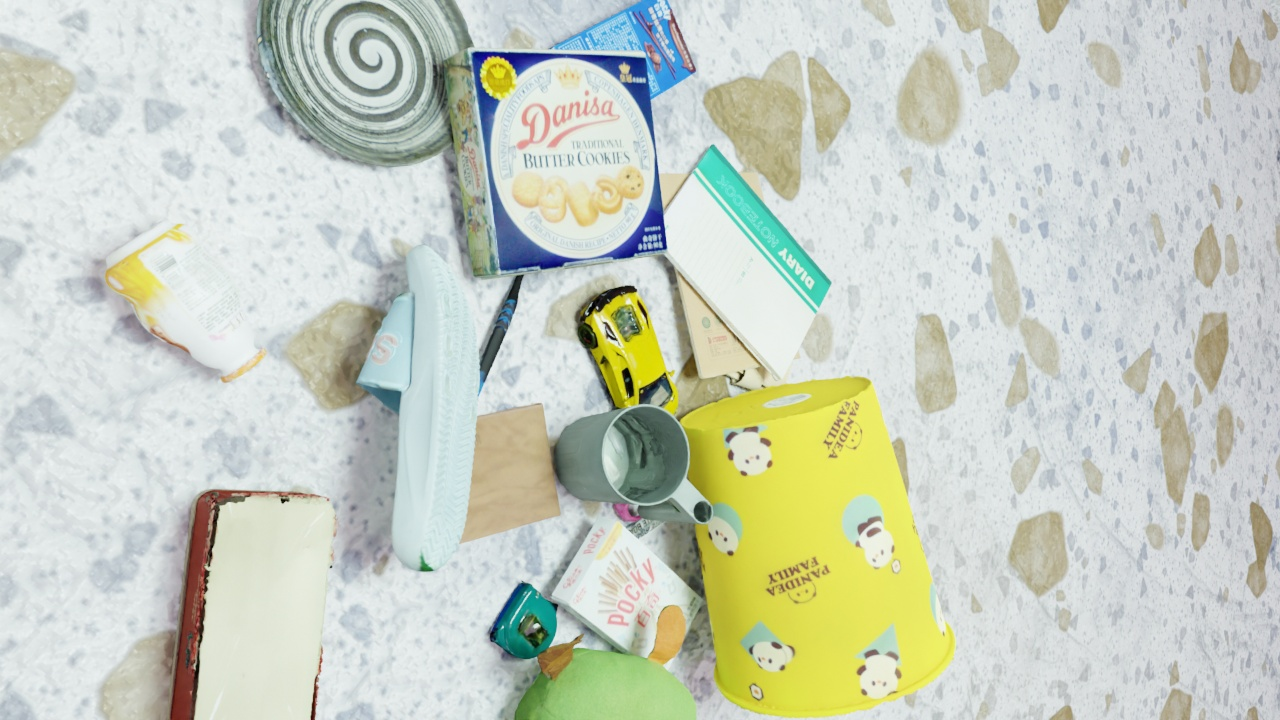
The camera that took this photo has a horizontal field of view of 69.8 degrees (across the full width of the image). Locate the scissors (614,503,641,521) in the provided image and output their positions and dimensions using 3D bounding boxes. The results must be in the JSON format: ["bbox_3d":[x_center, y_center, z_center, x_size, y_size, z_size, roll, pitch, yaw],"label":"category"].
[{"bbox_3d":[0.017,0.098,0.886,0.133,0.017,0.057,-43,107,-30],"label":"scissors"}]

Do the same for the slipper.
[{"bbox_3d":[-0.169,0.035,0.692,0.104,0.074,0.245,66,22,-71],"label":"slipper"}]

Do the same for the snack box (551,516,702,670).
[{"bbox_3d":[-0.008,0.219,0.842,0.157,0.027,0.084,49,63,-36],"label":"snack box"}]

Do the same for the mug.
[{"bbox_3d":[-0.006,0.098,0.800,0.124,0.104,0.083,48,63,-16],"label":"mug"}]

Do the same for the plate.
[{"bbox_3d":[-0.210,-0.238,0.714,0.179,0.024,0.179,3,86,-41],"label":"plate"}]

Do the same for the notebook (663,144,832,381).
[{"bbox_3d":[0.109,-0.102,0.946,0.209,0.012,0.150,45,56,-20],"label":"notebook"}]

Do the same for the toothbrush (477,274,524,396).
[{"bbox_3d":[-0.117,-0.030,0.778,0.014,0.016,0.189,32,65,-29],"label":"toothbrush"}]

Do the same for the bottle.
[{"bbox_3d":[-0.297,-0.037,0.608,0.063,0.063,0.108,-47,115,-31],"label":"bottle"}]

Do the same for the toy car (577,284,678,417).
[{"bbox_3d":[-0.005,0.005,0.859,0.071,0.041,0.156,-30,108,-36],"label":"toy car"}]

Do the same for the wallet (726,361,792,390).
[{"bbox_3d":[0.119,-0.012,0.971,0.115,0.024,0.087,28,73,-36],"label":"wallet"}]

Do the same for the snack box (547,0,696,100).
[{"bbox_3d":[-0.017,-0.281,0.869,0.156,0.026,0.084,-40,114,-33],"label":"snack box"}]

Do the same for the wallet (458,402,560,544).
[{"bbox_3d":[-0.124,0.095,0.772,0.115,0.020,0.101,-12,94,-36],"label":"wallet"}]

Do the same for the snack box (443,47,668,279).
[{"bbox_3d":[-0.067,-0.170,0.784,0.177,0.046,0.182,-13,100,-37],"label":"snack box"}]

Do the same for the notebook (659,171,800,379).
[{"bbox_3d":[0.093,-0.093,0.944,0.147,0.008,0.207,-11,87,-39],"label":"notebook"}]

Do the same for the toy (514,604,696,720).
[{"bbox_3d":[-0.033,0.307,0.789,0.246,0.090,0.227,34,93,-41],"label":"toy"}]

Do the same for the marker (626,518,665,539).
[{"bbox_3d":[0.001,0.159,0.872,0.145,0.017,0.017,-26,104,-37],"label":"marker"}]

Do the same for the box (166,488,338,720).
[{"bbox_3d":[-0.258,0.173,0.622,0.091,0.077,0.168,8,83,-38],"label":"box"}]

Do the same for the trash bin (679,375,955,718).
[{"bbox_3d":[0.153,0.160,0.864,0.229,0.230,0.255,-18,97,-38],"label":"trash bin"}]

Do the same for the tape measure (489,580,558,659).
[{"bbox_3d":[-0.096,0.226,0.784,0.054,0.025,0.058,47,62,-26],"label":"tape measure"}]
